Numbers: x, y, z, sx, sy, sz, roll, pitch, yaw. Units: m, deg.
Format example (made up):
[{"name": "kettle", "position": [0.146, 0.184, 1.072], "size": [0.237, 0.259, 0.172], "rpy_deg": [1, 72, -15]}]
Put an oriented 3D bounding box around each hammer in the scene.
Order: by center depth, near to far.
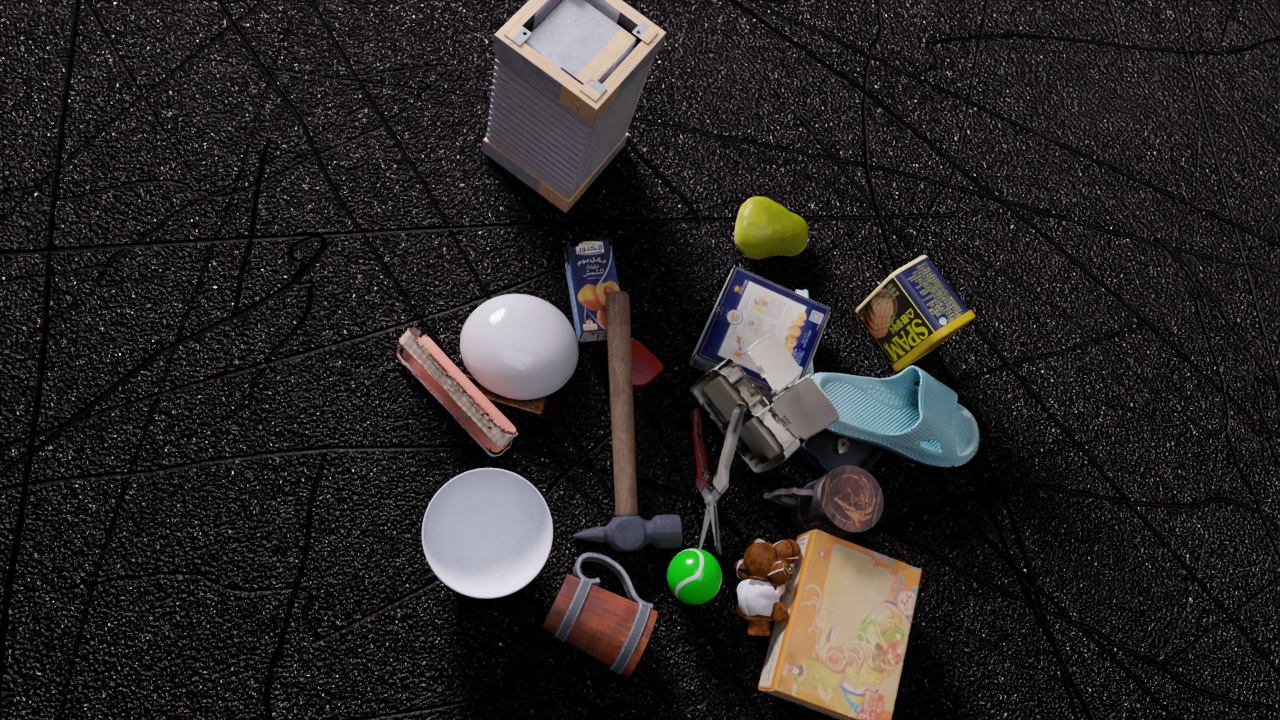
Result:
[{"name": "hammer", "position": [-0.023, 0.071, 1.129], "size": [0.129, 0.040, 0.321], "rpy_deg": [-1, 80, -9]}]

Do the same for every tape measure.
[{"name": "tape measure", "position": [-0.007, 0.007, 1.186], "size": [0.051, 0.019, 0.059], "rpy_deg": [-42, 77, -20]}]

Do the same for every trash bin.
[{"name": "trash bin", "position": [-0.092, -0.334, 1.159], "size": [0.142, 0.247, 0.142], "rpy_deg": [36, 68, 1]}]

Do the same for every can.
[{"name": "can", "position": [0.364, -0.062, 1.232], "size": [0.075, 0.135, 0.104], "rpy_deg": [-29, 77, -20]}]

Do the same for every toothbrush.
[{"name": "toothbrush", "position": [0.226, -0.013, 1.247], "size": [0.016, 0.016, 0.180], "rpy_deg": [3, 70, -14]}]

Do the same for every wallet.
[{"name": "wallet", "position": [0.271, 0.107, 1.210], "size": [0.089, 0.026, 0.114], "rpy_deg": [46, 66, 5]}]

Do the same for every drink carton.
[{"name": "drink carton", "position": [-0.061, -0.093, 1.196], "size": [0.064, 0.040, 0.130], "rpy_deg": [-6, 73, -15]}]

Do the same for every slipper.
[{"name": "slipper", "position": [0.341, 0.067, 1.194], "size": [0.276, 0.070, 0.115], "rpy_deg": [14, 58, -18]}]

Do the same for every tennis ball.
[{"name": "tennis ball", "position": [0.064, 0.257, 1.091], "size": [0.065, 0.065, 0.065], "rpy_deg": [4, 71, -12]}]

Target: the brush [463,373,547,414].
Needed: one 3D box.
[{"name": "brush", "position": [-0.178, 0.028, 1.140], "size": [0.126, 0.017, 0.048], "rpy_deg": [17, 69, -7]}]

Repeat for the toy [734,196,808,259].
[{"name": "toy", "position": [0.184, -0.178, 1.275], "size": [0.110, 0.051, 0.090], "rpy_deg": [15, 71, -10]}]

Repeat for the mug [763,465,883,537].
[{"name": "mug", "position": [0.223, 0.174, 1.133], "size": [0.116, 0.107, 0.079], "rpy_deg": [19, 68, -6]}]

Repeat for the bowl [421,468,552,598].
[{"name": "bowl", "position": [-0.176, 0.202, 1.051], "size": [0.144, 0.074, 0.143], "rpy_deg": [4, 71, -12]}]

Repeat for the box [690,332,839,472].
[{"name": "box", "position": [0.155, 0.049, 1.122], "size": [0.080, 0.181, 0.143], "rpy_deg": [-37, 88, -26]}]

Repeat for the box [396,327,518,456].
[{"name": "box", "position": [-0.225, 0.039, 1.102], "size": [0.187, 0.067, 0.056], "rpy_deg": [45, 30, 6]}]

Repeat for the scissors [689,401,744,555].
[{"name": "scissors", "position": [0.091, 0.130, 1.123], "size": [0.015, 0.180, 0.198], "rpy_deg": [8, 42, -27]}]

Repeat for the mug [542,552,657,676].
[{"name": "mug", "position": [-0.042, 0.286, 1.058], "size": [0.111, 0.082, 0.117], "rpy_deg": [26, 50, 1]}]

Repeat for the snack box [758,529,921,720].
[{"name": "snack box", "position": [0.238, 0.322, 1.100], "size": [0.145, 0.081, 0.195], "rpy_deg": [21, 69, -5]}]

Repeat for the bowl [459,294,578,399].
[{"name": "bowl", "position": [-0.147, -0.027, 1.138], "size": [0.149, 0.043, 0.149], "rpy_deg": [7, 59, -13]}]

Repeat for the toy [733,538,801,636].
[{"name": "toy", "position": [0.147, 0.271, 1.100], "size": [0.067, 0.087, 0.112], "rpy_deg": [10, 76, -39]}]

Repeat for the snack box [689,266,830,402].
[{"name": "snack box", "position": [0.159, -0.032, 1.215], "size": [0.145, 0.043, 0.144], "rpy_deg": [24, 69, 3]}]
